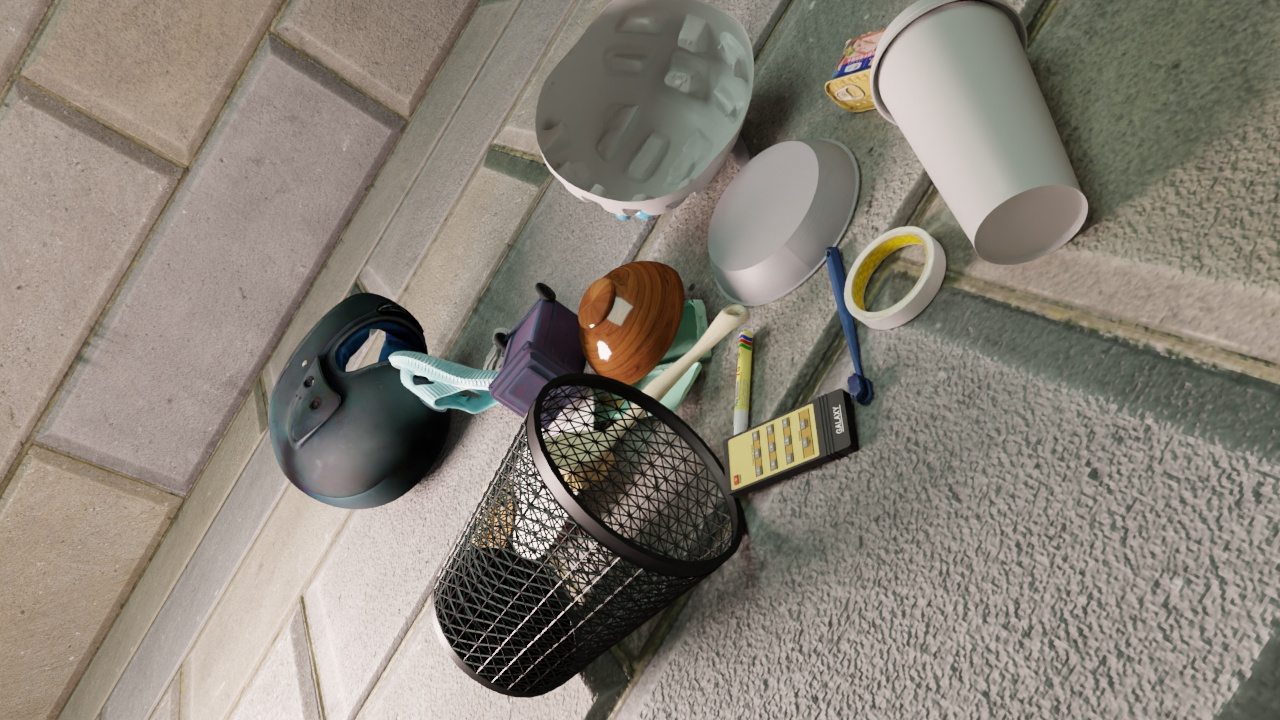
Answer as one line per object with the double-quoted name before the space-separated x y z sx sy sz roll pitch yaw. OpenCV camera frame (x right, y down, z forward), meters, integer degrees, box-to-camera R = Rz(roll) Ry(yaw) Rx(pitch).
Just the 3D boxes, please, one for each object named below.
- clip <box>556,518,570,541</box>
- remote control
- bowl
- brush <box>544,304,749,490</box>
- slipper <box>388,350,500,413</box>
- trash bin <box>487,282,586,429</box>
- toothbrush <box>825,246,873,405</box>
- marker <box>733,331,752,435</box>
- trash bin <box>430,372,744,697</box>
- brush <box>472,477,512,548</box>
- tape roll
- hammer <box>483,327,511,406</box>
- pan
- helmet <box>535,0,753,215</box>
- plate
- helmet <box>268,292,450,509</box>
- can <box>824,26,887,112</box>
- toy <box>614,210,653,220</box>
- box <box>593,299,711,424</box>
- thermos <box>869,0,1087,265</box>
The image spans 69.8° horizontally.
"clip" -0.088 0.179 1.050 0.044 0.023 0.060 -57 25 9
"remote control" 0.128 0.074 0.806 0.134 0.013 0.058 -29 47 35
"bowl" -0.026 -0.052 1.010 0.148 0.068 0.147 -33 44 39
"brush" 0.005 0.038 0.931 0.273 0.077 0.062 -41 45 13
"slipper" -0.233 0.039 1.249 0.277 0.116 0.069 9 84 34
"trash bin" -0.118 -0.005 1.077 0.094 0.092 0.160 -47 18 22
"toothbrush" 0.184 -0.037 0.829 0.016 0.017 0.189 -36 37 33
"marker" 0.100 0.029 0.900 0.014 0.014 0.132 -28 42 42
"trash bin" -0.066 0.173 0.848 0.244 0.216 0.216 -51 30 27
"brush" -0.181 0.196 1.122 0.049 0.039 0.117 -104 29 -50
"tape roll" 0.221 -0.072 0.802 0.094 0.019 0.093 -36 38 34
"hammer" -0.123 -0.024 1.267 0.317 0.036 0.126 -23 49 45
"pan" 0.129 -0.201 1.036 0.201 0.050 0.356 -46 35 22
"helmet" 0.007 -0.281 1.061 0.184 0.224 0.281 90 -160 -52
"plate" -0.119 0.120 1.085 0.230 0.030 0.228 -49 31 43
"helmet" -0.406 0.077 1.401 0.236 0.249 0.316 29 86 32
"can" 0.242 -0.297 0.933 0.100 0.054 0.059 5 67 57
"toy" 0.004 -0.239 1.199 0.183 0.115 0.180 -6 52 8
"box" 0.002 0.009 1.035 0.187 0.057 0.137 -11 66 52
"thermos" 0.272 -0.185 0.734 0.132 0.131 0.221 -37 44 34
